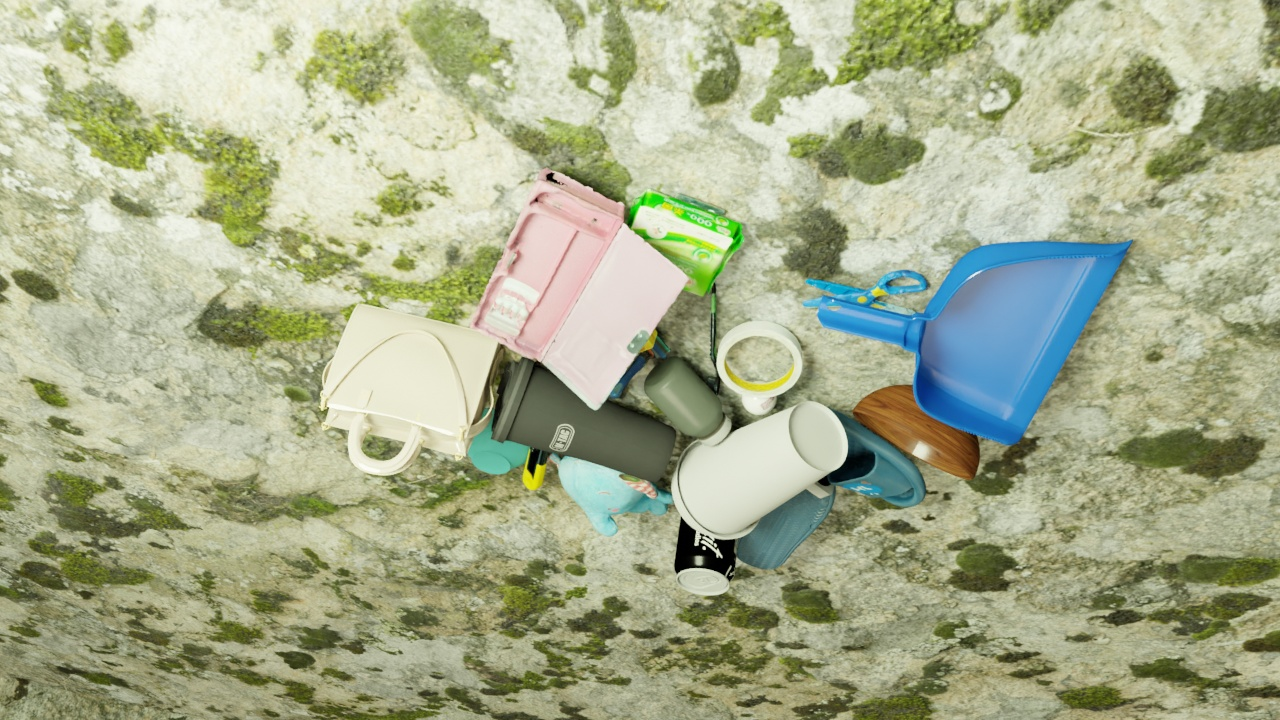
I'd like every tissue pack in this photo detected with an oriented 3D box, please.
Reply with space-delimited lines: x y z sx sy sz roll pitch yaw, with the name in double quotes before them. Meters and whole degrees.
"tissue pack" 0.036 -0.116 0.909 0.114 0.034 0.100 19 142 -7

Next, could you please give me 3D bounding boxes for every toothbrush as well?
"toothbrush" 0.080 -0.020 1.030 0.017 0.014 0.188 10 142 14

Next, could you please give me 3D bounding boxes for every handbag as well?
"handbag" -0.268 0.046 1.049 0.194 0.197 0.101 13 141 -2

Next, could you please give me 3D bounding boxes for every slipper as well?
"slipper" 0.188 0.206 1.248 0.104 0.059 0.214 23 128 -1
"slipper" 0.263 0.123 1.108 0.213 0.059 0.104 38 155 -23

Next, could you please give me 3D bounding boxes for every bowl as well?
"bowl" 0.318 0.065 1.019 0.147 0.069 0.147 31 177 2
"bowl" -0.196 0.120 1.241 0.121 0.046 0.121 7 141 5

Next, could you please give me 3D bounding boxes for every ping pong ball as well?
"ping pong ball" 0.139 0.044 1.072 0.040 0.040 0.040 7 141 5

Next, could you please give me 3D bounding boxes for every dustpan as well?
"dustpan" 0.304 -0.033 0.903 0.258 0.059 0.246 14 128 4

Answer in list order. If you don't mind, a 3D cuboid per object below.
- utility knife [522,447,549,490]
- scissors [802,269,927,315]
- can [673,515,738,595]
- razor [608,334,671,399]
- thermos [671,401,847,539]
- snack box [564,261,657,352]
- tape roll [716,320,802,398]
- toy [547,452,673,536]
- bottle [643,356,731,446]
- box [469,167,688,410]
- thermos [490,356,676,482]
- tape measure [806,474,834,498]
"utility knife" -0.130 0.104 1.206 0.029 0.020 0.187 37 133 23
"scissors" 0.228 -0.060 0.950 0.133 0.020 0.097 -5 136 17
"can" 0.091 0.232 1.230 0.080 0.145 0.080 7 141 5
"razor" -0.006 0.006 1.081 0.044 0.018 0.141 49 141 7
"thermos" 0.140 0.126 1.085 0.131 0.131 0.223 26 146 -18
"snack box" -0.053 -0.061 0.993 0.075 0.025 0.152 -18 128 31
"tape roll" 0.132 0.000 1.020 0.094 0.019 0.094 5 127 7
"toy" -0.035 0.176 1.228 0.184 0.114 0.180 7 152 39
"bottle" 0.057 0.050 1.071 0.060 0.060 0.108 -26 117 37
"box" -0.066 -0.068 0.935 0.180 0.050 0.233 34 135 -3
"thermos" -0.071 0.078 1.107 0.218 0.105 0.106 21 140 -8
"tape measure" 0.217 0.134 1.147 0.065 0.064 0.017 40 134 -22
